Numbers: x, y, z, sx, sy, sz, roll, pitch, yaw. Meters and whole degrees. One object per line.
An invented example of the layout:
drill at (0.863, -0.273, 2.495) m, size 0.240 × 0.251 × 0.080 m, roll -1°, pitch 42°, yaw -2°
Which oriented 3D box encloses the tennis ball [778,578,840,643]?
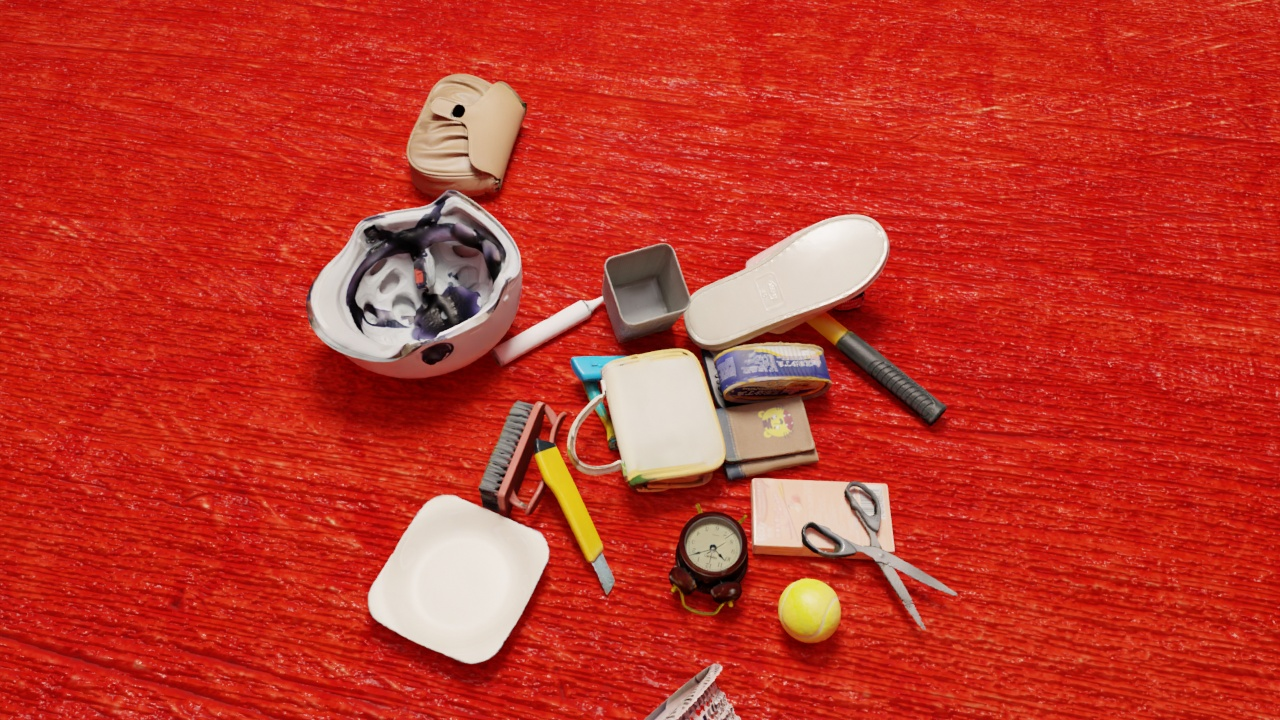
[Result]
tennis ball at (0.178, 0.264, 0.967) m, size 0.065 × 0.066 × 0.065 m, roll 0°, pitch 56°, yaw 0°

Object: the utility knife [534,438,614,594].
utility knife at (-0.075, 0.174, 1.034) m, size 0.033 × 0.015 × 0.192 m, roll -16°, pitch 72°, yaw -39°

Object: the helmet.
helmet at (-0.267, -0.071, 1.149) m, size 0.258 × 0.146 × 0.229 m, roll -33°, pitch 60°, yaw -10°

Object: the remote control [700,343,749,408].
remote control at (0.107, 0.008, 1.162) m, size 0.053 × 0.024 × 0.136 m, roll -8°, pitch 61°, yaw -6°

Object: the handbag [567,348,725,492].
handbag at (-0.003, 0.076, 1.081) m, size 0.178 × 0.063 × 0.163 m, roll -7°, pitch 61°, yaw -14°

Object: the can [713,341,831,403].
can at (0.162, 0.016, 1.113) m, size 0.148 × 0.075 × 0.049 m, roll 0°, pitch 64°, yaw -25°

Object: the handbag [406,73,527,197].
handbag at (-0.258, -0.335, 1.352) m, size 0.148 × 0.100 × 0.204 m, roll 10°, pitch 60°, yaw 3°

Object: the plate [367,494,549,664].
plate at (-0.196, 0.240, 1.005) m, size 0.164 × 0.034 × 0.163 m, roll 21°, pitch 59°, yaw 14°

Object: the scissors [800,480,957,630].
scissors at (0.259, 0.209, 1.005) m, size 0.178 × 0.014 × 0.159 m, roll 7°, pitch 61°, yaw 2°

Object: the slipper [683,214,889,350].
slipper at (0.182, -0.094, 1.153) m, size 0.274 × 0.054 × 0.114 m, roll -27°, pitch 74°, yaw 7°

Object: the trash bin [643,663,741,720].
trash bin at (0.046, 0.412, 0.796) m, size 0.227 × 0.228 × 0.192 m, roll -37°, pitch 76°, yaw -22°

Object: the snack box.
snack box at (0.205, 0.180, 1.045) m, size 0.157 × 0.026 × 0.084 m, roll 2°, pitch 57°, yaw 2°

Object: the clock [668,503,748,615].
clock at (0.076, 0.221, 1.003) m, size 0.082 × 0.055 × 0.121 m, roll 13°, pitch 59°, yaw 9°

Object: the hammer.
hammer at (0.259, -0.027, 1.165) m, size 0.301 × 0.033 × 0.129 m, roll 43°, pitch 94°, yaw 19°

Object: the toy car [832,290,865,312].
toy car at (0.264, -0.121, 1.237) m, size 0.053 × 0.045 × 0.120 m, roll -13°, pitch 55°, yaw -10°

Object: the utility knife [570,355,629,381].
utility knife at (-0.007, 0.007, 1.153) m, size 0.161 × 0.018 × 0.034 m, roll -3°, pitch 55°, yaw -20°

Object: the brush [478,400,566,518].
brush at (-0.134, 0.111, 1.076) m, size 0.069 × 0.063 × 0.145 m, roll 14°, pitch 56°, yaw 5°

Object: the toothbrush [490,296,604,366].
toothbrush at (-0.096, -0.055, 1.206) m, size 0.220 × 0.027 × 0.026 m, roll -30°, pitch 99°, yaw -18°

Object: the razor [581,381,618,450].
razor at (-0.047, 0.053, 1.132) m, size 0.043 × 0.028 × 0.132 m, roll -12°, pitch 58°, yaw -30°

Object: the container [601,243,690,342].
container at (0.002, -0.080, 1.160) m, size 0.090 × 0.114 × 0.090 m, roll -16°, pitch 79°, yaw -11°

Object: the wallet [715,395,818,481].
wallet at (0.147, 0.092, 1.099) m, size 0.115 × 0.033 × 0.090 m, roll -9°, pitch 66°, yaw -8°
